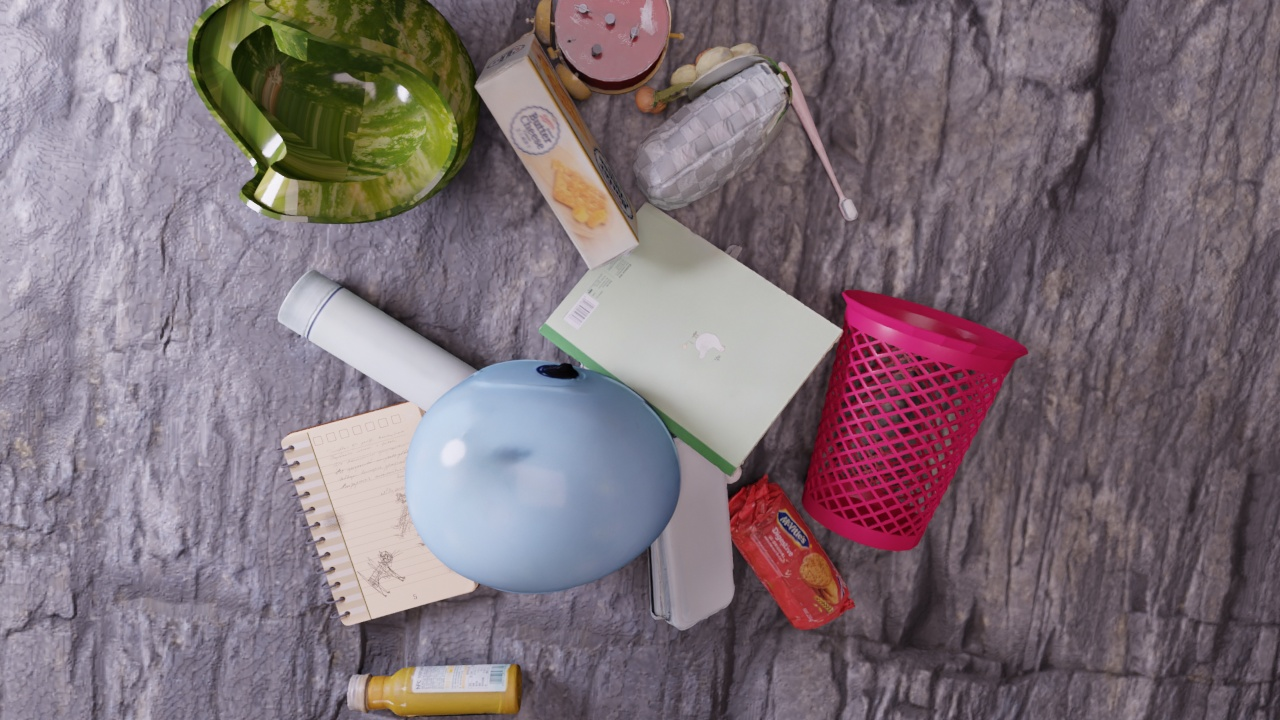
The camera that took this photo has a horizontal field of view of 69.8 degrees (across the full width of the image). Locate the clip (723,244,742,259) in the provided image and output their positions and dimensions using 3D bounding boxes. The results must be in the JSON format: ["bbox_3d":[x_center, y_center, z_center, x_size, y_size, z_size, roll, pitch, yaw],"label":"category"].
[{"bbox_3d":[0.062,-0.088,0.978,0.054,0.038,0.101,26,96,-29],"label":"clip"}]

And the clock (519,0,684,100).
[{"bbox_3d":[-0.043,-0.323,0.908,0.159,0.081,0.117,-23,98,2],"label":"clock"}]

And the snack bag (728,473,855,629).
[{"bbox_3d":[0.155,0.213,0.994,0.082,0.082,0.176,-35,97,3],"label":"snack bag"}]

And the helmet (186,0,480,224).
[{"bbox_3d":[-0.268,-0.246,0.837,0.242,0.247,0.214,-6,126,-33],"label":"helmet"}]

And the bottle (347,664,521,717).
[{"bbox_3d":[-0.227,0.367,1.018,0.186,0.053,0.053,-1,98,-1],"label":"bottle"}]

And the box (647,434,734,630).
[{"bbox_3d":[0.021,0.165,0.967,0.107,0.110,0.216,-16,106,-42],"label":"box"}]

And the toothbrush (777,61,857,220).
[{"bbox_3d":[0.185,-0.229,0.961,0.016,0.018,0.181,-27,97,1],"label":"toothbrush"}]

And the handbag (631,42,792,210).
[{"bbox_3d":[0.059,-0.235,0.912,0.171,0.112,0.123,-36,88,4],"label":"handbag"}]

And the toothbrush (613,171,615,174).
[{"bbox_3d":[-0.072,-0.236,0.953,0.021,0.017,0.135,-43,97,2],"label":"toothbrush"}]

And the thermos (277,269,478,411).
[{"bbox_3d":[-0.260,-0.008,0.957,0.230,0.068,0.068,33,96,-5],"label":"thermos"}]

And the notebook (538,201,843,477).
[{"bbox_3d":[0.045,-0.029,0.916,0.252,0.010,0.181,36,81,19],"label":"notebook"}]

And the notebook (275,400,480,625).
[{"bbox_3d":[-0.287,0.170,1.003,0.167,0.024,0.225,-15,98,-1],"label":"notebook"}]

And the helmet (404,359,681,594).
[{"bbox_3d":[-0.098,0.120,0.858,0.266,0.166,0.225,2,104,8],"label":"helmet"}]

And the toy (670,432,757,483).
[{"bbox_3d":[0.061,0.078,0.991,0.125,0.037,0.076,25,104,4],"label":"toy"}]

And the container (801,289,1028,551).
[{"bbox_3d":[0.260,0.064,0.936,0.183,0.183,0.226,15,105,-4],"label":"container"}]

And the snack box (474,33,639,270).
[{"bbox_3d":[-0.075,-0.199,0.883,0.057,0.104,0.208,-27,117,12],"label":"snack box"}]

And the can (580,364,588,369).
[{"bbox_3d":[-0.006,0.006,0.959,0.127,0.064,0.064,21,97,8],"label":"can"}]
